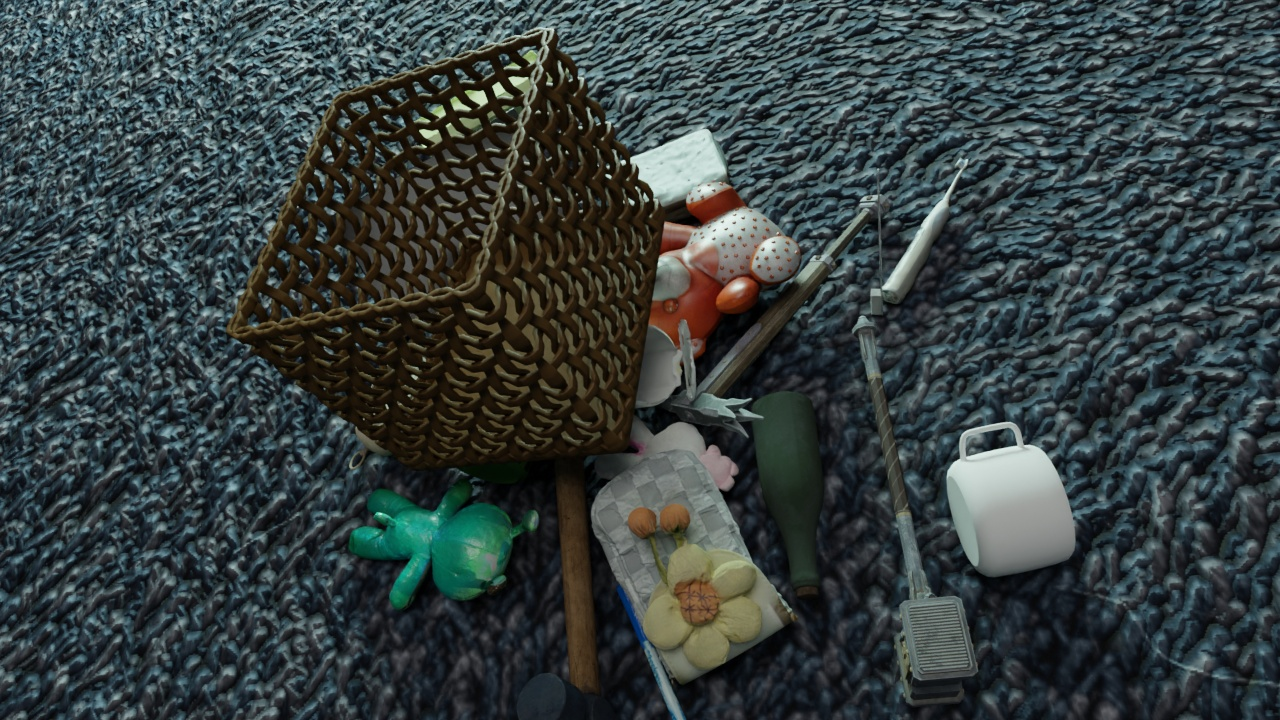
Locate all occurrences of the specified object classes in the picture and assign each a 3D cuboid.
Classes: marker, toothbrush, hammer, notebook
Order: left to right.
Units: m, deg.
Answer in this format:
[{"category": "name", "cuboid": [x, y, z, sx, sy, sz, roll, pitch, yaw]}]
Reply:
[{"category": "notebook", "cuboid": [-0.189, -0.144, 0.982, 0.231, 0.019, 0.169, -33, 80, -6]}, {"category": "hammer", "cuboid": [-0.053, 0.166, 0.763, 0.040, 0.129, 0.321, -24, 45, 17]}, {"category": "marker", "cuboid": [0.012, 0.244, 0.742, 0.013, 0.013, 0.141, -25, 57, -3]}, {"category": "hammer", "cuboid": [0.139, -0.057, 0.870, 0.316, 0.028, 0.147, -46, 29, -23]}, {"category": "toothbrush", "cuboid": [0.205, -0.099, 0.804, 0.010, 0.182, 0.010, 2, 54, 17]}, {"category": "hammer", "cuboid": [0.205, 0.098, 0.733, 0.044, 0.098, 0.321, -8, 58, 8]}, {"category": "toothbrush", "cuboid": [0.285, -0.131, 0.900, 0.024, 0.022, 0.185, 31, 71, 7]}]

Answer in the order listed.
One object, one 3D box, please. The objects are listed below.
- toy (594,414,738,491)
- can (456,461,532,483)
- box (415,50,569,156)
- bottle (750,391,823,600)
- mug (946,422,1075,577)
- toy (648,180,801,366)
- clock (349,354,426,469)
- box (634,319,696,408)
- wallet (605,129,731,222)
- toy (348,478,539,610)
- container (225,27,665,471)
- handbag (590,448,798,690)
[{"category": "toy", "cuboid": [0.026, 0.089, 0.817, 0.125, 0.037, 0.075, 12, 59, 14]}, {"category": "can", "cuboid": [-0.124, 0.035, 0.857, 0.083, 0.083, 0.143, 8, 61, 17]}, {"category": "box", "cuboid": [-0.177, -0.299, 1.098, 0.188, 0.061, 0.133, -34, 36, -10]}, {"category": "bottle", "cuboid": [0.128, 0.113, 0.769, 0.055, 0.055, 0.173, -8, 59, 8]}, {"category": "mug", "cuboid": [0.279, 0.106, 0.706, 0.068, 0.094, 0.115, -14, 94, 6]}, {"category": "toy", "cuboid": [0.055, -0.083, 0.876, 0.172, 0.093, 0.163, -41, 52, 0]}, {"category": "clock", "cuboid": [-0.229, 0.051, 0.883, 0.140, 0.054, 0.093, -51, 35, -5]}, {"category": "box", "cuboid": [-0.001, 0.004, 0.814, 0.160, 0.091, 0.081, -9, 75, 56]}, {"category": "wallet", "cuboid": [0.028, -0.186, 0.976, 0.132, 0.054, 0.100, -16, 46, 4]}, {"category": "toy", "cuboid": [-0.179, 0.157, 0.808, 0.194, 0.072, 0.130, 7, 61, 27]}, {"category": "container", "cuboid": [-0.132, -0.074, 0.735, 0.220, 0.214, 0.251, -8, 54, 25]}, {"category": "handbag", "cuboid": [0.031, 0.154, 0.720, 0.112, 0.123, 0.171, -30, 71, -1]}]
